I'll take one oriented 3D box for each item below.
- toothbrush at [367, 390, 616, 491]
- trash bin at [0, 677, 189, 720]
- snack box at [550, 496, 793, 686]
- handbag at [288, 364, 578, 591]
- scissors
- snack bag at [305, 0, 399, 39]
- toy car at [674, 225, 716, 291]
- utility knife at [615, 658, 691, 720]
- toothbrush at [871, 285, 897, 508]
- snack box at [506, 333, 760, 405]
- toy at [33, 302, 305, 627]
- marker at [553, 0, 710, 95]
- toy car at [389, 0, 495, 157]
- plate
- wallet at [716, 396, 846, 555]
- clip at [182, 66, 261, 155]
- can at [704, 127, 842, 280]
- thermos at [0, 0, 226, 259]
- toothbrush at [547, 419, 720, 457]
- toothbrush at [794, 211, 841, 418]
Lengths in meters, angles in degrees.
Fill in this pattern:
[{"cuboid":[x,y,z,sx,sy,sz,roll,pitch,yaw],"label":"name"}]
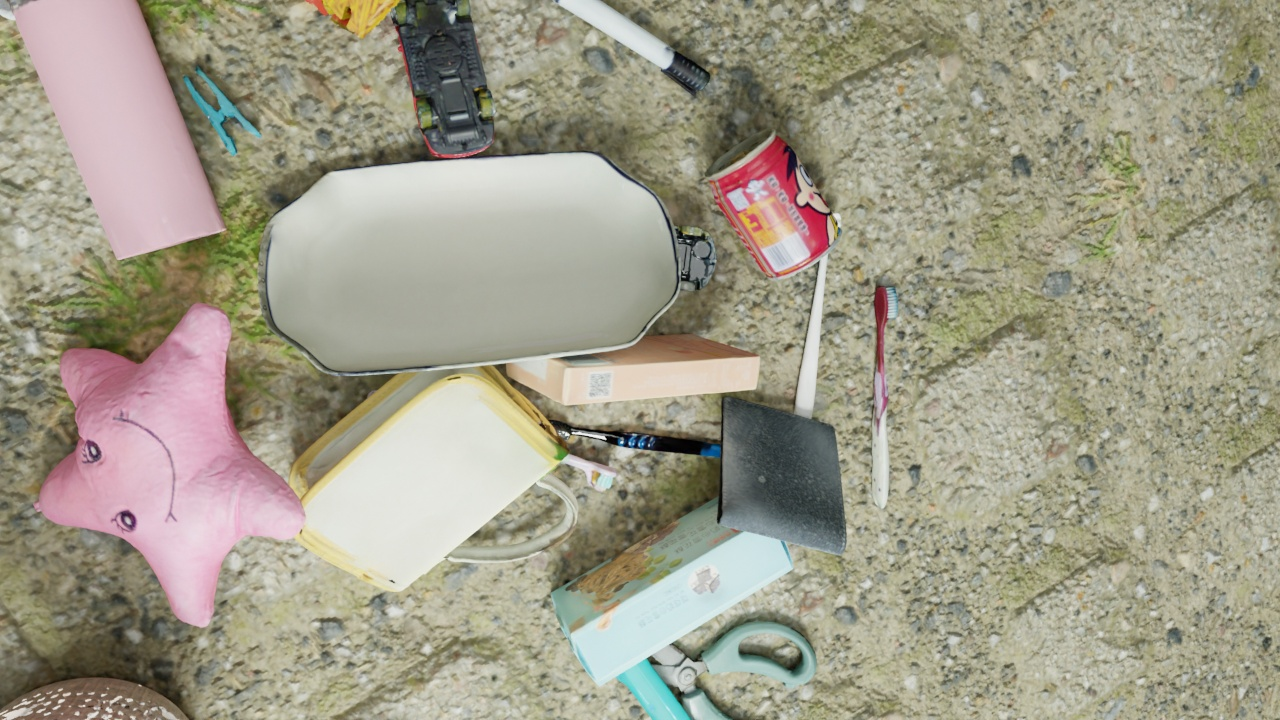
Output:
[{"cuboid":[-0.107,0.058,0.668,0.189,0.029,0.021,21,52,-17],"label":"toothbrush"},{"cuboid":[-0.351,0.299,0.541,0.227,0.192,0.227,-3,99,-17],"label":"trash bin"},{"cuboid":[0.022,0.167,0.695,0.174,0.074,0.051,-29,105,-11],"label":"snack box"},{"cuboid":[-0.130,0.090,0.641,0.163,0.063,0.179,-39,125,5],"label":"handbag"},{"cuboid":[0.072,0.255,0.756,0.169,0.019,0.177,-45,105,-4],"label":"scissors"},{"cuboid":[-0.144,-0.305,0.568,0.128,0.073,0.207,40,86,6],"label":"snack bag"},{"cuboid":[0.003,-0.078,0.670,0.105,0.031,0.049,7,96,-10],"label":"toy car"},{"cuboid":[0.032,0.300,0.737,0.029,0.013,0.209,-33,102,1],"label":"utility knife"},{"cuboid":[0.202,0.031,0.759,0.017,0.016,0.187,-7,101,-26],"label":"toothbrush"},{"cuboid":[-0.004,0.004,0.633,0.157,0.084,0.026,-3,104,-33],"label":"snack box"},{"cuboid":[-0.303,0.075,0.575,0.179,0.074,0.194,-20,92,13],"label":"toy"},{"cuboid":[-0.008,-0.229,0.650,0.130,0.018,0.023,26,100,-19],"label":"marker"},{"cuboid":[-0.130,-0.192,0.604,0.053,0.045,0.120,-12,91,-16],"label":"toy car"},{"cuboid":[-0.107,-0.060,0.599,0.265,0.034,0.161,-7,63,-10],"label":"plate"},{"cuboid":[0.105,0.083,0.689,0.097,0.120,0.019,17,135,-10],"label":"wallet"},{"cuboid":[-0.269,-0.160,0.585,0.048,0.014,0.057,-35,106,-6],"label":"clip"},{"cuboid":[0.097,-0.115,0.675,0.066,0.066,0.094,-39,107,-8],"label":"can"},{"cuboid":[-0.325,-0.161,0.546,0.087,0.067,0.199,-14,105,16],"label":"thermos"},{"cuboid":[0.006,0.064,0.705,0.189,0.016,0.014,9,102,-19],"label":"toothbrush"},{"cuboid":[0.140,-0.028,0.729,0.016,0.016,0.180,4,99,-14],"label":"toothbrush"}]
